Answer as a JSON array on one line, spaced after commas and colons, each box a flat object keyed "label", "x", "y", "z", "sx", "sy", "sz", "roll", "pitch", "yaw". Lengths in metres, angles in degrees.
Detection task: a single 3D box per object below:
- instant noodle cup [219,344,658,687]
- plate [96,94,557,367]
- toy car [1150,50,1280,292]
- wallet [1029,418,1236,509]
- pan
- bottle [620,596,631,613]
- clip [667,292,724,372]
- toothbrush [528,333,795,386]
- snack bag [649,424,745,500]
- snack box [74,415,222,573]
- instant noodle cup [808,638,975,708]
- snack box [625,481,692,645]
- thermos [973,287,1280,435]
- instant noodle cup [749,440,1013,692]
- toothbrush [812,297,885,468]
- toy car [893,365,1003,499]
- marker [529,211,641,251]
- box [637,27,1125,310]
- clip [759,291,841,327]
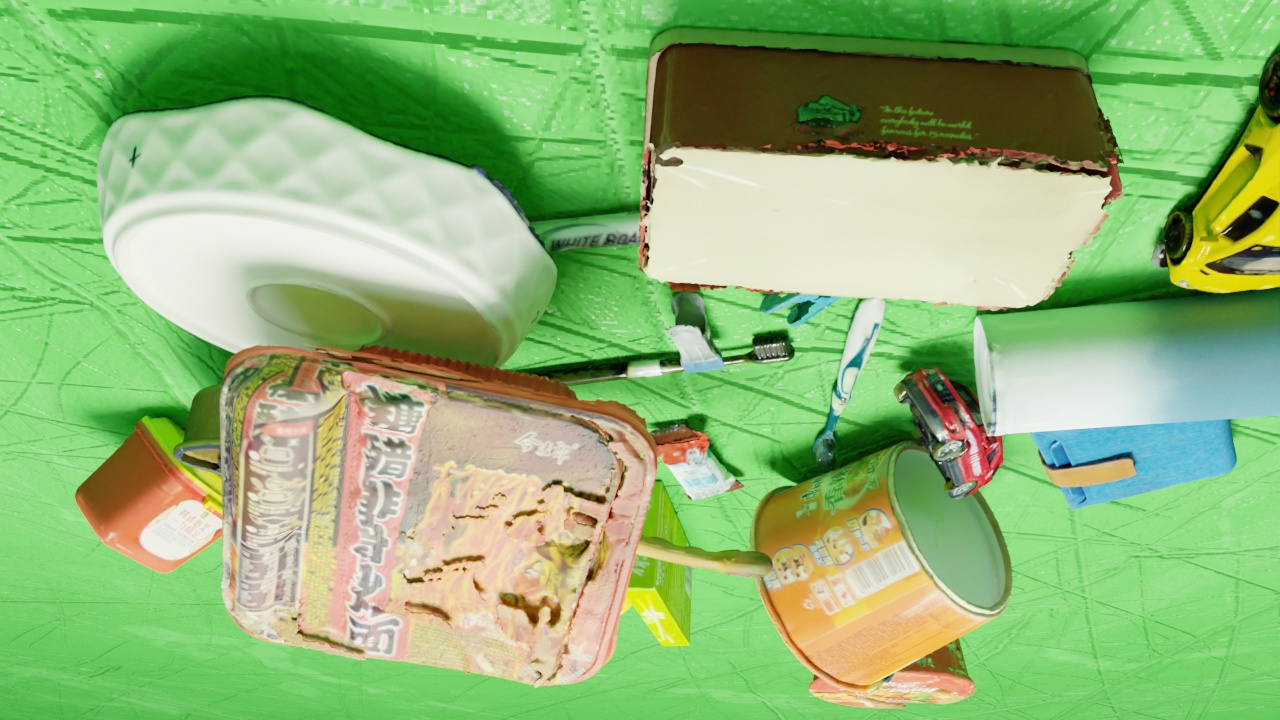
[{"label": "instant noodle cup", "x": -0.092, "y": 0.066, "z": 0.430, "sx": 0.189, "sy": 0.079, "sz": 0.165, "roll": 12, "pitch": 118, "yaw": -5}, {"label": "plate", "x": -0.144, "y": -0.039, "z": 0.424, "sx": 0.205, "sy": 0.045, "sz": 0.205, "roll": 7, "pitch": 157, "yaw": 3}, {"label": "toy car", "x": 0.266, "y": -0.070, "z": 0.364, "sx": 0.071, "sy": 0.041, "sz": 0.156, "roll": 2, "pitch": 150, "yaw": 3}, {"label": "wallet", "x": 0.299, "y": 0.047, "z": 0.558, "sx": 0.107, "sy": 0.040, "sz": 0.133, "roll": -19, "pitch": 142, "yaw": 25}, {"label": "pan", "x": -0.100, "y": 0.077, "z": 0.549, "sx": 0.358, "sy": 0.078, "sz": 0.198, "roll": 2, "pitch": 165, "yaw": 9}, {"label": "bottle", "x": -0.051, "y": 0.185, "z": 0.773, "sx": 0.063, "sy": 0.063, "sz": 0.108, "roll": -21, "pitch": 158, "yaw": 34}, {"label": "clip", "x": 0.028, "y": -0.013, "z": 0.496, "sx": 0.024, "sy": 0.028, "sz": 0.057, "roll": -5, "pitch": 145, "yaw": 17}, {"label": "toothbrush", "x": -0.003, "y": 0.003, "z": 0.537, "sx": 0.186, "sy": 0.012, "sz": 0.017, "roll": -7, "pitch": 141, "yaw": 17}, {"label": "snack bag", "x": 0.039, "y": 0.075, "z": 0.636, "sx": 0.045, "sy": 0.026, "sz": 0.105, "roll": -16, "pitch": 146, "yaw": 14}, {"label": "snack box", "x": -0.332, "y": 0.098, "z": 0.641, "sx": 0.082, "sy": 0.080, "sz": 0.091, "roll": 38, "pitch": 162, "yaw": 29}, {"label": "instant noodle cup", "x": 0.214, "y": 0.235, "z": 0.804, "sx": 0.138, "sy": 0.108, "sz": 0.138, "roll": 2, "pitch": 149, "yaw": 1}, {"label": "snack box", "x": 0.017, "y": 0.166, "z": 0.733, "sx": 0.026, "sy": 0.085, "sz": 0.156, "roll": -3, "pitch": 149, "yaw": 12}, {"label": "thermos", "x": 0.282, "y": 0.000, "z": 0.452, "sx": 0.221, "sy": 0.070, "sz": 0.070, "roll": -5, "pitch": 148, "yaw": 13}, {"label": "instant noodle cup", "x": 0.164, "y": 0.130, "z": 0.612, "sx": 0.151, "sy": 0.151, "sz": 0.112, "roll": 24, "pitch": 135, "yaw": -30}, {"label": "toothbrush", "x": 0.121, "y": 0.019, "z": 0.545, "sx": 0.016, "sy": 0.018, "sz": 0.192, "roll": 2, "pitch": 149, "yaw": 3}, {"label": "toy car", "x": 0.186, "y": 0.041, "z": 0.543, "sx": 0.045, "sy": 0.053, "sz": 0.120, "roll": -33, "pitch": 146, "yaw": 10}, {"label": "marker", "x": -0.013, "y": -0.061, "z": 0.428, "sx": 0.146, "sy": 0.016, "sz": 0.017, "roll": -4, "pitch": 148, "yaw": 11}, {"label": "box", "x": 0.084, "y": -0.064, "z": 0.354, "sx": 0.168, "sy": 0.078, "sz": 0.091, "roll": 4, "pitch": 148, "yaw": 0}, {"label": "clip", "x": 0.087, "y": -0.034, "z": 0.465, "sx": 0.041, "sy": 0.014, "sz": 0.056, "roll": 24, "pitch": 145, "yaw": -30}]
